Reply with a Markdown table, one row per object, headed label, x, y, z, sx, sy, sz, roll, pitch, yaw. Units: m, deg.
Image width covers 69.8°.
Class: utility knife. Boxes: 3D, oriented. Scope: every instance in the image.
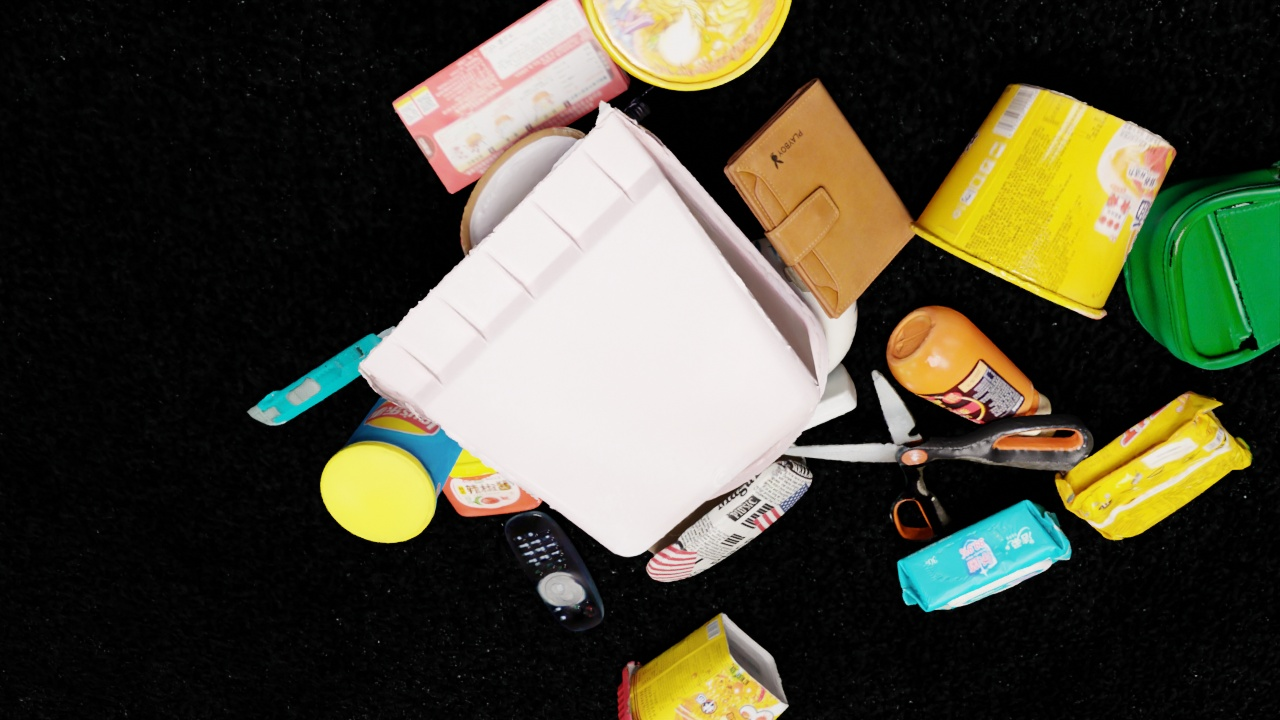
| label | x | y | z | sx | sy | sz | roll | pitch | yaw |
| --- | --- | --- | --- | --- | --- | --- | --- | --- | --- |
| utility knife | -0.263 | 0.015 | 0.762 | 0.166 | 0.013 | 0.029 | -30 | 111 | 19 |

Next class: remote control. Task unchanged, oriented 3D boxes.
| label | x | y | z | sx | sy | sz | roll | pitch | yaw |
| --- | --- | --- | --- | --- | --- | --- | --- | --- | --- |
| remote control | 0.094 | 0.046 | 0.715 | 0.150 | 0.058 | 0.021 | -25 | 108 | 16 |
| remote control | -0.075 | 0.185 | 0.819 | 0.053 | 0.024 | 0.136 | -20 | 113 | 13 |

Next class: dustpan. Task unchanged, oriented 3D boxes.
| label | x | y | z | sx | sy | sz | roll | pitch | yaw |
| --- | --- | --- | --- | --- | --- | --- | --- | --- | --- |
| dustpan | -0.004 | 0.004 | 0.599 | 0.223 | 0.138 | 0.273 | -39 | 102 | 15 |

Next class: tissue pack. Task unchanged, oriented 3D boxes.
| label | x | y | z | sx | sy | sz | roll | pitch | yaw |
| --- | --- | --- | --- | --- | --- | --- | --- | --- | --- |
| tissue pack | 0.272 | 0.160 | 0.731 | 0.134 | 0.093 | 0.050 | -32 | 65 | 20 |

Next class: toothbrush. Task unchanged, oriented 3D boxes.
| label | x | y | z | sx | sy | sz | roll | pitch | yaw |
| --- | --- | --- | --- | --- | --- | --- | --- | --- | --- |
| toothbrush | 0.055 | -0.211 | 0.619 | 0.190 | 0.014 | 0.016 | -32 | 110 | 18 |

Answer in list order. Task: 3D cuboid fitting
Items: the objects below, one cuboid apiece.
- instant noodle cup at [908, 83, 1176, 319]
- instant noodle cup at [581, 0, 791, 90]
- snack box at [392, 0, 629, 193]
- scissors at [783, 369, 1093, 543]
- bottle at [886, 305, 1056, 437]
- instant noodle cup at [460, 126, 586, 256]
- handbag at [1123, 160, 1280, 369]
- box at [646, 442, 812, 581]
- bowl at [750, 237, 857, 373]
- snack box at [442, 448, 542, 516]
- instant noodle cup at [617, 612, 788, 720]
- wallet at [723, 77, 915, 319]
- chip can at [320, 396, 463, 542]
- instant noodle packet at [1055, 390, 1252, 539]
| label | x | y | z | sx | sy | sz | roll | pitch | yaw |
| --- | --- | --- | --- | --- | --- | --- | --- | --- | --- |
| instant noodle cup | 0.259 | -0.105 | 0.588 | 0.138 | 0.138 | 0.110 | 23 | 107 | -5 |
| instant noodle cup | 0.017 | -0.224 | 0.548 | 0.118 | 0.114 | 0.118 | -3 | 108 | -10 |
| snack box | -0.090 | -0.186 | 0.639 | 0.153 | 0.025 | 0.075 | -26 | 111 | 17 |
| scissors | 0.223 | 0.077 | 0.692 | 0.221 | 0.021 | 0.234 | -12 | 136 | 15 |
| bottle | 0.255 | 0.018 | 0.685 | 0.149 | 0.066 | 0.067 | 31 | 115 | -18 |
| instant noodle cup | -0.042 | -0.078 | 0.604 | 0.138 | 0.137 | 0.108 | -30 | 142 | 18 |
| handbag | 0.404 | -0.066 | 0.628 | 0.120 | 0.068 | 0.131 | -18 | 112 | 6 |
| box | 0.071 | 0.132 | 0.747 | 0.075 | 0.082 | 0.164 | 41 | 111 | -21 |
| bowl | 0.102 | -0.026 | 0.674 | 0.116 | 0.066 | 0.117 | 2 | 116 | 5 |
| snack box | -0.121 | 0.079 | 0.747 | 0.091 | 0.081 | 0.080 | -8 | 128 | 11 |
| instant noodle cup | 0.057 | 0.304 | 0.822 | 0.124 | 0.116 | 0.116 | -44 | 104 | 10 |
| wallet | 0.123 | -0.109 | 0.623 | 0.107 | 0.031 | 0.132 | -46 | 108 | -21 |
| chip can | -0.151 | 0.038 | 0.652 | 0.071 | 0.209 | 0.071 | 2 | 116 | 5 |
| instant noodle packet | 0.390 | 0.081 | 0.697 | 0.129 | 0.044 | 0.110 | -41 | 132 | 23 |
